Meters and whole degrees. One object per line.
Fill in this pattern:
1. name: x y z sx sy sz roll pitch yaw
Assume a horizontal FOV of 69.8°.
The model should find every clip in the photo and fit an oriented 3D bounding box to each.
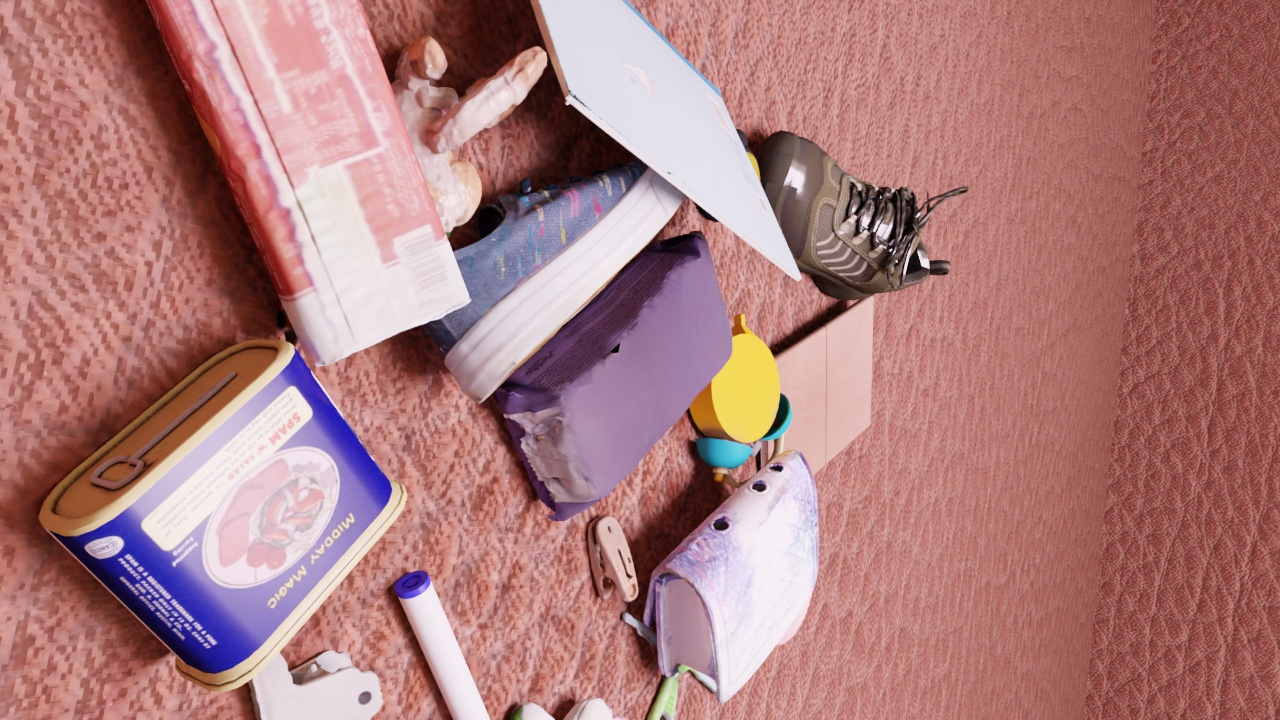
1. clip: -0.017 0.136 0.616 0.026 0.052 0.059 -14 132 -52
2. clip: -0.159 0.163 0.441 0.055 0.046 0.102 -18 109 -44

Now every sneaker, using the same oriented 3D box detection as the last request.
1. sneaker: 0.198 -0.112 0.785 0.237 0.143 0.101 29 71 -51
2. sneaker: -0.048 -0.071 0.529 0.079 0.088 0.234 45 47 -4

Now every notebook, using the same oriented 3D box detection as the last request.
1. notebook: 0.168 0.035 0.856 0.208 0.008 0.141 -29 122 -46
2. notebook: 0.012 -0.161 0.560 0.253 0.009 0.181 25 40 -52

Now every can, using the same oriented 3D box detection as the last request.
1. can: -0.167 0.059 0.381 0.116 0.057 0.092 -52 131 -37

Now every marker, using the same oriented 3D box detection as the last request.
1. marker: -0.104 0.179 0.511 0.020 0.020 0.142 -40 124 -44

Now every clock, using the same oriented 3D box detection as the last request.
1. clock: 0.077 0.035 0.720 0.098 0.044 0.130 -29 108 -42

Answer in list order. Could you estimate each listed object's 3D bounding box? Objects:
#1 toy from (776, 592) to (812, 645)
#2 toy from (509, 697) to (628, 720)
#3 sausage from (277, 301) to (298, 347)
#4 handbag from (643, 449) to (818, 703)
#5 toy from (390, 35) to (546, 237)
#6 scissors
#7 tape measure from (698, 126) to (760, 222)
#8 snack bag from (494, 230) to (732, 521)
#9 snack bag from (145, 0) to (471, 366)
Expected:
1. toy: 0.129 0.198 0.807 0.105 0.053 0.108 45 58 -59
2. toy: -0.041 0.255 0.590 0.122 0.038 0.079 15 75 -56
3. sausage: -0.145 -0.081 0.426 0.020 0.020 0.155 19 79 -53
4. handbag: 0.072 0.154 0.682 0.158 0.069 0.127 -37 131 -41
5. toy: -0.094 -0.105 0.446 0.074 0.085 0.106 21 85 -31
6. scissors: 0.030 0.230 0.709 0.172 0.023 0.171 20 79 -47
7. tape measure: 0.068 -0.136 0.698 0.061 0.034 0.061 55 52 -43
8. snack bag: -0.004 0.003 0.593 0.204 0.058 0.096 -45 127 -38
9. snack bag: -0.145 -0.113 0.377 0.077 0.041 0.225 -28 110 -27
